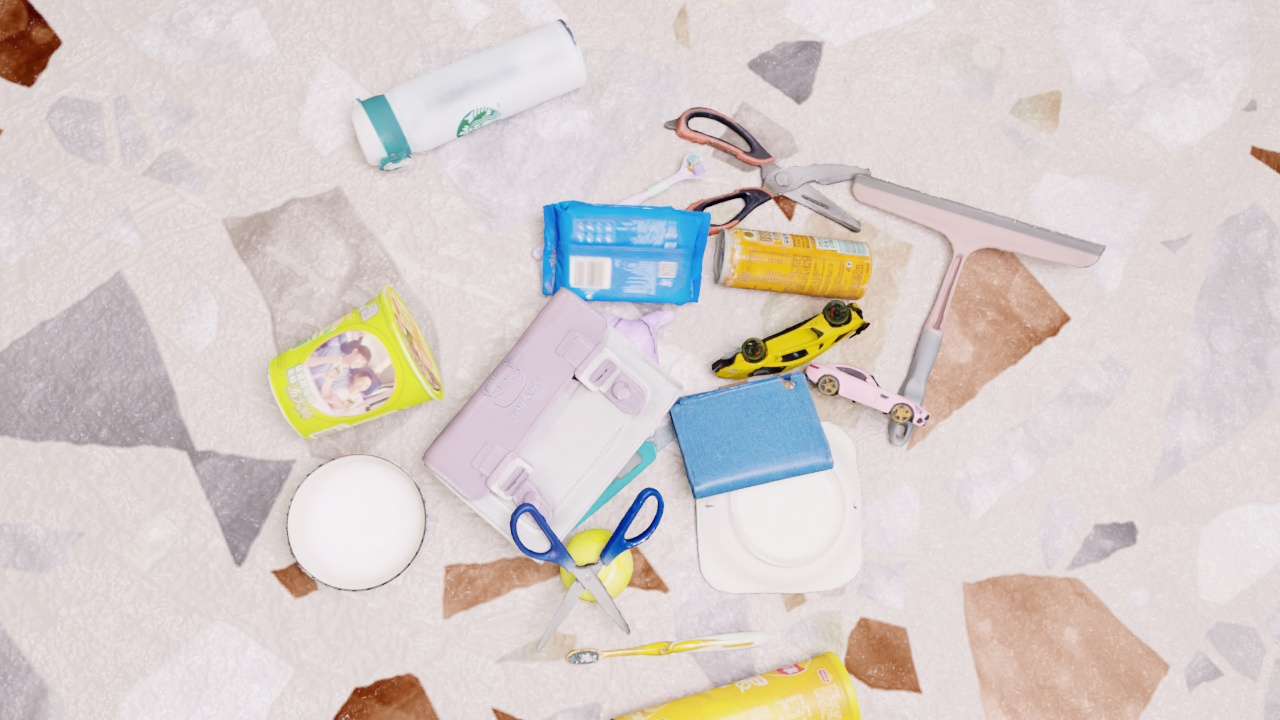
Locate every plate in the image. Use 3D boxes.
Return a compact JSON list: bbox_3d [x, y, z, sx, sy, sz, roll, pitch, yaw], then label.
[{"bbox_3d":[0.134,0.138,0.867,0.163,0.034,0.164,-2,82,-8],"label":"plate"}]

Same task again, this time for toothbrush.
[{"bbox_3d":[-0.022,-0.147,0.891,0.189,0.021,0.029,-30,80,-4],"label":"toothbrush"},{"bbox_3d":[0.027,0.264,0.842,0.191,0.018,0.016,-3,83,-7],"label":"toothbrush"}]

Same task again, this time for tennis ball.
[{"bbox_3d":[-0.039,0.184,0.822,0.065,0.065,0.065,1,81,-7],"label":"tennis ball"}]

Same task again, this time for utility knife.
[{"bbox_3d":[-0.018,0.103,0.864,0.222,0.013,0.029,-39,87,-11],"label":"utility knife"}]

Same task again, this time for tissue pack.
[{"bbox_3d":[-0.014,-0.102,0.865,0.157,0.052,0.095,2,110,-5],"label":"tissue pack"}]

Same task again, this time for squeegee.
[{"bbox_3d":[0.292,-0.032,0.909,0.248,0.040,0.249,20,86,9],"label":"squeegee"}]

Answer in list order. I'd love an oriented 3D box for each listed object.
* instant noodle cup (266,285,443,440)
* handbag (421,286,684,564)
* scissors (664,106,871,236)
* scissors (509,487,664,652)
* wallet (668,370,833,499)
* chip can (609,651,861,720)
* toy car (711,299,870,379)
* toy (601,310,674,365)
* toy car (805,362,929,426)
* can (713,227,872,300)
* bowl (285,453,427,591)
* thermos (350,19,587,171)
[{"bbox_3d":[-0.254,0.009,0.808,0.123,0.112,0.111,-24,85,-2],"label":"instant noodle cup"},{"bbox_3d":[-0.075,0.054,0.799,0.145,0.098,0.197,38,88,4],"label":"handbag"},{"bbox_3d":[0.121,-0.184,0.925,0.226,0.015,0.189,-27,85,-11],"label":"scissors"},{"bbox_3d":[-0.048,0.171,0.771,0.162,0.012,0.173,34,91,-28],"label":"scissors"},{"bbox_3d":[0.099,0.067,0.847,0.133,0.040,0.106,-12,61,-5],"label":"wallet"},{"bbox_3d":[0.084,0.323,0.813,0.213,0.072,0.072,-14,83,-9],"label":"chip can"},{"bbox_3d":[0.141,-0.013,0.873,0.155,0.071,0.041,-22,80,-7],"label":"toy car"},{"bbox_3d":[-0.005,0.005,0.867,0.084,0.039,0.108,-5,82,-3],"label":"toy"},{"bbox_3d":[0.215,0.029,0.869,0.122,0.056,0.037,23,96,16],"label":"toy car"},{"bbox_3d":[0.147,-0.094,0.891,0.146,0.058,0.058,6,81,-6],"label":"can"},{"bbox_3d":[-0.244,0.141,0.804,0.116,0.066,0.116,1,82,-8],"label":"bowl"},{"bbox_3d":[-0.164,-0.250,0.874,0.224,0.073,0.073,-26,85,-10],"label":"thermos"}]
